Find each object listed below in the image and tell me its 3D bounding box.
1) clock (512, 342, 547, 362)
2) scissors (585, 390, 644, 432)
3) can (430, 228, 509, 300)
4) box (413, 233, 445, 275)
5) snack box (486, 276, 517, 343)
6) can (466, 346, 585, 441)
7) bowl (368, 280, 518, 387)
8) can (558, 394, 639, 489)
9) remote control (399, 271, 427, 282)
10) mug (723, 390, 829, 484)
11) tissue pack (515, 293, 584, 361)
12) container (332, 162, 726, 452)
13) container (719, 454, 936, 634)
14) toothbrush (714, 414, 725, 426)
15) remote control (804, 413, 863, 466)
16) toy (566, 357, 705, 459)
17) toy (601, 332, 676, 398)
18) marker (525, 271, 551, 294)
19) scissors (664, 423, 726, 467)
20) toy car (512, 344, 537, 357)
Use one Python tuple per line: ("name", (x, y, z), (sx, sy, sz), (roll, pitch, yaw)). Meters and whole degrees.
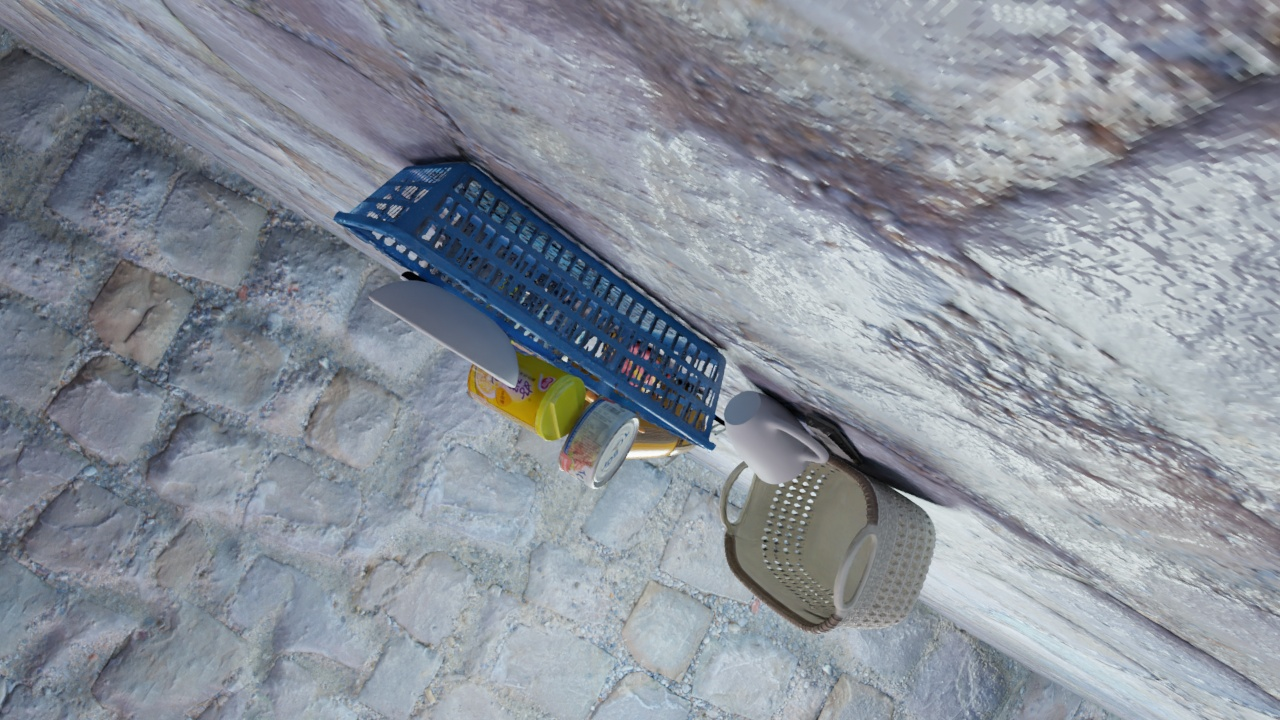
("clock", (-0.174, 0.008, 1.239), (0.131, 0.086, 0.161), (31, 170, -18))
("scissors", (-0.051, 0.044, 1.014), (0.127, 0.011, 0.125), (31, 174, 17))
("can", (-0.201, -0.086, 1.014), (0.064, 0.127, 0.064), (31, 174, 3))
("box", (-0.250, -0.114, 1.238), (0.108, 0.126, 0.137), (31, -177, -8))
("snack box", (-0.161, -0.054, 1.042), (0.040, 0.147, 0.029), (6, 139, -6))
("can", (-0.111, 0.028, 0.894), (0.105, 0.067, 0.067), (25, 172, 26))
("bowl", (-0.164, -0.032, 0.812), (0.149, 0.043, 0.149), (32, 175, 3))
("can", (-0.041, 0.081, 0.908), (0.043, 0.086, 0.086), (30, 174, 17))
("remote control", (-0.216, -0.071, 0.914), (0.028, 0.011, 0.124), (33, 174, -3))
("mug", (0.139, 0.076, 0.934), (0.107, 0.071, 0.089), (10, 151, 49))
("tissue pack", (-0.146, -0.060, 1.241), (0.112, 0.070, 0.182), (30, 176, 15))
("container", (-0.093, -0.060, 0.867), (0.362, 0.089, 0.257), (35, 173, -28))
("container", (0.210, 0.198, 1.041), (0.142, 0.184, 0.246), (16, -175, -26))
("toothbrush", (0.095, 0.073, 1.350), (0.168, 0.014, 0.014), (34, 141, 5))
("remote control", (0.196, 0.081, 0.927), (0.033, 0.013, 0.136), (28, 175, 32))
("toy", (-0.009, 0.066, 1.266), (0.203, 0.199, 0.162), (12, -162, -12))
("toy", (-0.007, 0.007, 1.161), (0.103, 0.046, 0.084), (39, 145, 3))
("marker", (-0.162, -0.109, 1.127), (0.126, 0.025, 0.025), (29, 174, 25))
("scissors", (0.067, 0.119, 1.458), (0.142, 0.173, 0.014), (-5, 116, 32))
("toy car", (-0.135, 0.016, 0.959), (0.092, 0.062, 0.033), (31, 174, 4))
